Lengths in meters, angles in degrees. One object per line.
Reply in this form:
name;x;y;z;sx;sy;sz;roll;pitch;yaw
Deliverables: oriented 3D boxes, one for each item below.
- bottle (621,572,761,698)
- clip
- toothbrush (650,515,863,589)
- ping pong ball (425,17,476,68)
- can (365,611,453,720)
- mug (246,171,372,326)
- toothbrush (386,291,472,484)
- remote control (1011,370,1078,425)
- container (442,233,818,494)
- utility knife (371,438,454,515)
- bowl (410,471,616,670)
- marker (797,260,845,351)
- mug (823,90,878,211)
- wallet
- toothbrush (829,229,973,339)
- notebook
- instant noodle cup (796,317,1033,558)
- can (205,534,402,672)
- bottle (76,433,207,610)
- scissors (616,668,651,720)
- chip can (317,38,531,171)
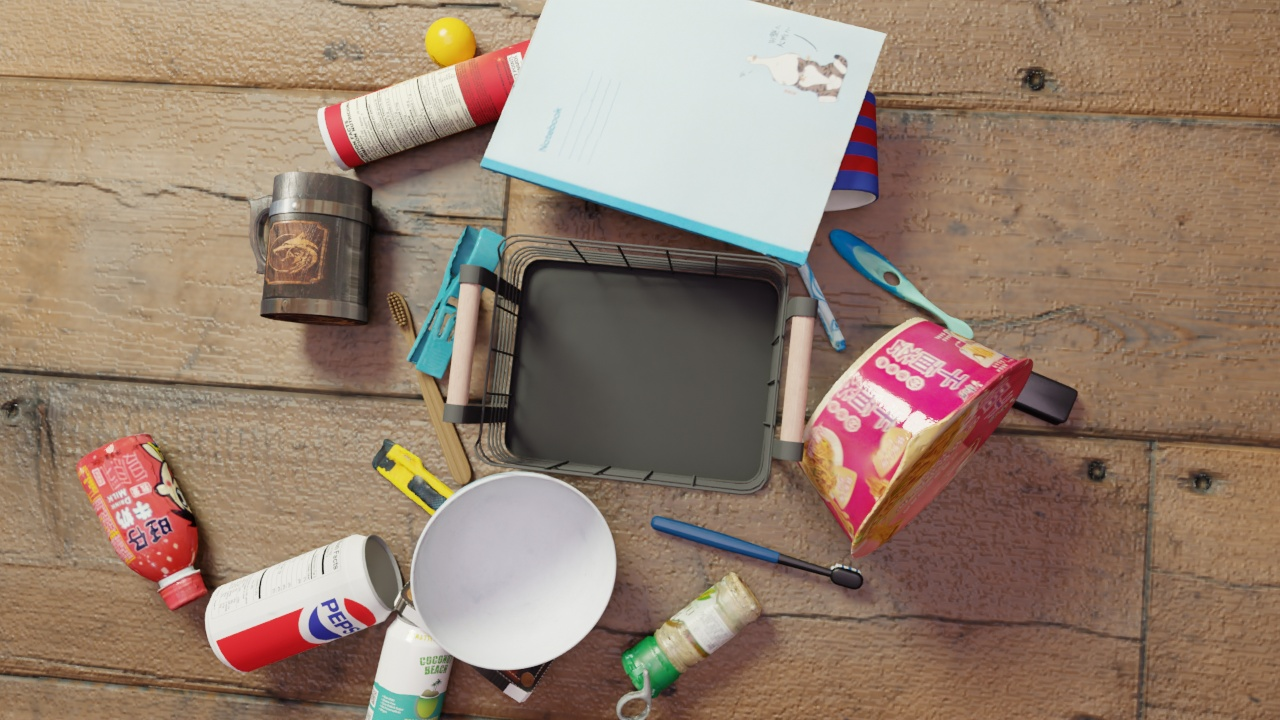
bottle;0.039;0.208;0.698;0.111;0.043;0.043;-38;85;1
clip;-0.148;-0.057;0.729;0.031;0.121;0.130;23;111;-29
toothbrush;0.089;0.147;0.710;0.168;0.014;0.014;15;99;8
ping pong ball;-0.153;-0.255;0.738;0.040;0.040;0.040;0;87;4
can;-0.176;0.248;0.707;0.055;0.055;0.101;13;88;5
mug;-0.268;-0.085;0.725;0.116;0.080;0.107;1;86;21
toothbrush;-0.170;0.022;0.738;0.016;0.016;0.167;-22;86;1
remote control;0.264;0.009;0.703;0.136;0.015;0.032;23;89;5
container;-0.004;0.004;0.667;0.241;0.130;0.162;6;87;5
utility knife;-0.147;0.121;0.733;0.165;0.017;0.030;37;99;2
bowl;-0.096;0.143;0.676;0.144;0.074;0.144;-2;100;-15
marker;0.129;-0.073;0.720;0.013;0.013;0.142;-24;85;3
mug;0.122;-0.157;0.692;0.112;0.075;0.076;-1;87;0
wallet;-0.119;0.197;0.701;0.123;0.072;0.020;37;129;4
toothbrush;0.201;-0.058;0.711;0.135;0.017;0.022;40;92;13
notebook;0.027;-0.187;0.668;0.253;0.009;0.181;19;84;12
instant noodle cup;0.181;0.046;0.639;0.178;0.178;0.077;-46;64;1
can;-0.258;0.186;0.709;0.132;0.070;0.070;-21;85;3
bottle;-0.388;0.131;0.727;0.062;0.062;0.137;-30;86;2
scissors;-0.026;0.300;0.692;0.141;0.014;0.162;-6;113;-7
chip can;-0.144;-0.209;0.730;0.215;0.052;0.052;-17;86;3
